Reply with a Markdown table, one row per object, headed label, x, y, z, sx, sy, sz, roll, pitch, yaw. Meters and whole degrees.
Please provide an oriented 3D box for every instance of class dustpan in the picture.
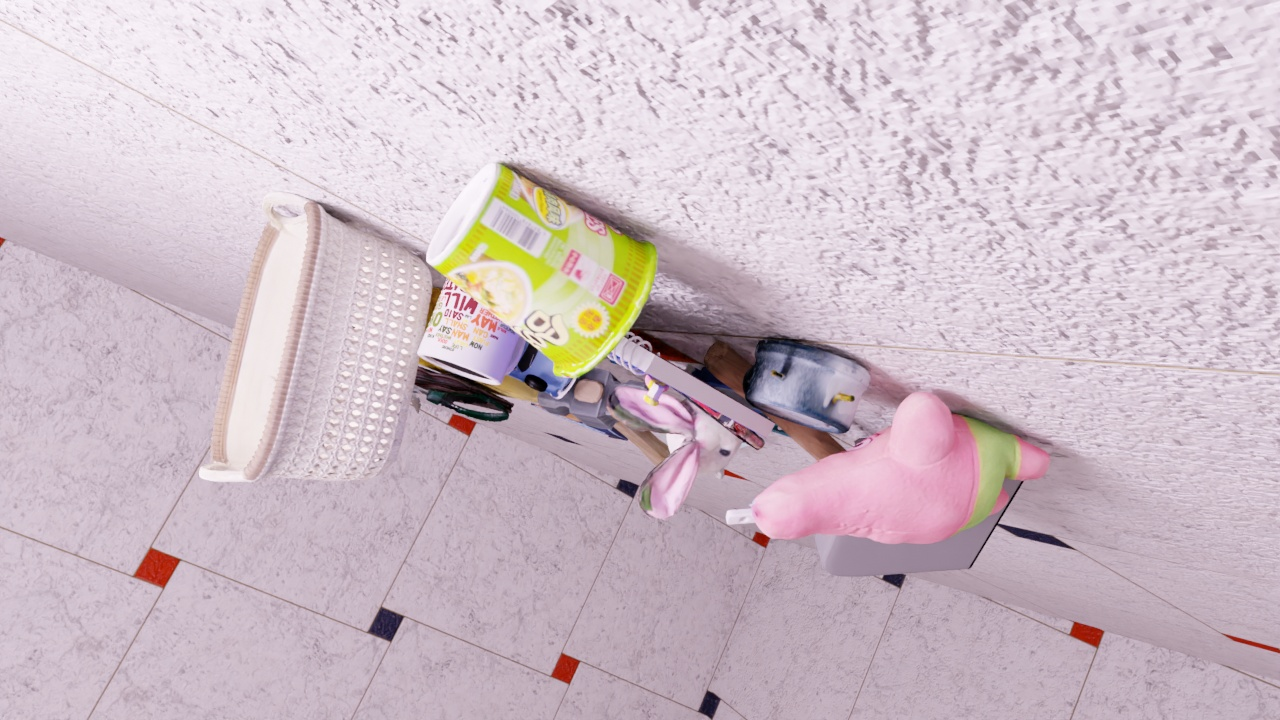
| label | x | y | z | sx | sy | sz | roll | pitch | yaw |
| --- | --- | --- | --- | --- | --- | --- | --- | --- | --- |
| dustpan | 0.209 | 0.149 | 0.862 | 0.257 | 0.033 | 0.163 | -3 | 136 | -8 |

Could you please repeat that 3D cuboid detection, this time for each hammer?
| label | x | y | z | sx | sy | sz | roll | pitch | yaw |
| --- | --- | --- | --- | --- | --- | --- | --- | --- | --- |
| hammer | -0.008 | 0.082 | 1.082 | 0.117 | 0.051 | 0.323 | 9 | 164 | 20 |
| hammer | 0.158 | 0.070 | 0.853 | 0.052 | 0.098 | 0.328 | 10 | 158 | 46 |

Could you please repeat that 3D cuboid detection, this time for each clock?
| label | x | y | z | sx | sy | sz | roll | pitch | yaw |
| --- | --- | --- | --- | --- | --- | --- | --- | --- | --- |
| clock | 0.125 | 0.021 | 0.707 | 0.090 | 0.052 | 0.129 | 18 | 174 | 5 |

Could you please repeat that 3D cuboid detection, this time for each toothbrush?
| label | x | y | z | sx | sy | sz | roll | pitch | yaw |
| --- | --- | --- | --- | --- | --- | --- | --- | --- | --- |
| toothbrush | 0.012 | 0.021 | 0.725 | 0.021 | 0.016 | 0.135 | 27 | -176 | 0 |

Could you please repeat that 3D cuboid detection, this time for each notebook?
| label | x | y | z | sx | sy | sz | roll | pitch | yaw |
| --- | --- | --- | --- | --- | --- | --- | --- | --- | --- |
| notebook | -0.016 | -0.014 | 0.712 | 0.209 | 0.022 | 0.171 | 31 | -179 | 42 |

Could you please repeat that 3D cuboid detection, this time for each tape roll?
| label | x | y | z | sx | sy | sz | roll | pitch | yaw |
| --- | --- | --- | --- | --- | --- | --- | --- | --- | --- |
| tape roll | 0.099 | 0.029 | 0.881 | 0.093 | 0.016 | 0.091 | 8 | 165 | 47 |

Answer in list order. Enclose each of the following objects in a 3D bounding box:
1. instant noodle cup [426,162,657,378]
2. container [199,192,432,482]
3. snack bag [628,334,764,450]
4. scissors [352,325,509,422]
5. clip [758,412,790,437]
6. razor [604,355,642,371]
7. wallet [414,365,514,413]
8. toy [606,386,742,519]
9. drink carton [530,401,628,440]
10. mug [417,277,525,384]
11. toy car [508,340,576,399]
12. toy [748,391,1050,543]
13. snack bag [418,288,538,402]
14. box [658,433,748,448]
| label | x | y | z | sx | sy | sz | roll | pitch | yaw |
| --- | --- | --- | --- | --- | --- | --- | --- | --- | --- |
| instant noodle cup | -0.061 | -0.058 | 0.540 | 0.108 | 0.098 | 0.099 | 34 | 164 | -25 |
| container | -0.284 | -0.008 | 0.807 | 0.142 | 0.246 | 0.185 | 16 | 171 | -35 |
| snack bag | 0.043 | 0.026 | 0.824 | 0.155 | 0.018 | 0.074 | 39 | -179 | 36 |
| scissors | -0.251 | 0.014 | 1.002 | 0.202 | 0.015 | 0.204 | 6 | 148 | 30 |
| clip | 0.119 | 0.052 | 0.946 | 0.127 | 0.028 | 0.113 | 9 | 160 | 45 |
| razor | -0.006 | 0.006 | 0.943 | 0.144 | 0.022 | 0.042 | 10 | 166 | 21 |
| wallet | -0.224 | 0.036 | 1.091 | 0.120 | 0.031 | 0.099 | 11 | 169 | 27 |
| toy | 0.066 | 0.082 | 0.912 | 0.106 | 0.131 | 0.205 | -21 | 165 | 22 |
| drink carton | -0.066 | 0.053 | 1.165 | 0.130 | 0.064 | 0.040 | 23 | 174 | -19 |
| mug | -0.133 | -0.029 | 0.801 | 0.073 | 0.089 | 0.105 | 13 | 168 | 30 |
| toy car | -0.132 | -0.017 | 0.929 | 0.153 | 0.056 | 0.054 | 27 | -172 | 0 |
| toy | 0.196 | 0.099 | 0.721 | 0.236 | 0.096 | 0.192 | -7 | 144 | -15 |
| snack bag | -0.204 | -0.016 | 1.053 | 0.160 | 0.068 | 0.247 | 10 | 166 | 47 |
| box | 0.081 | 0.098 | 1.211 | 0.125 | 0.075 | 0.197 | 0 | 174 | -6 |
